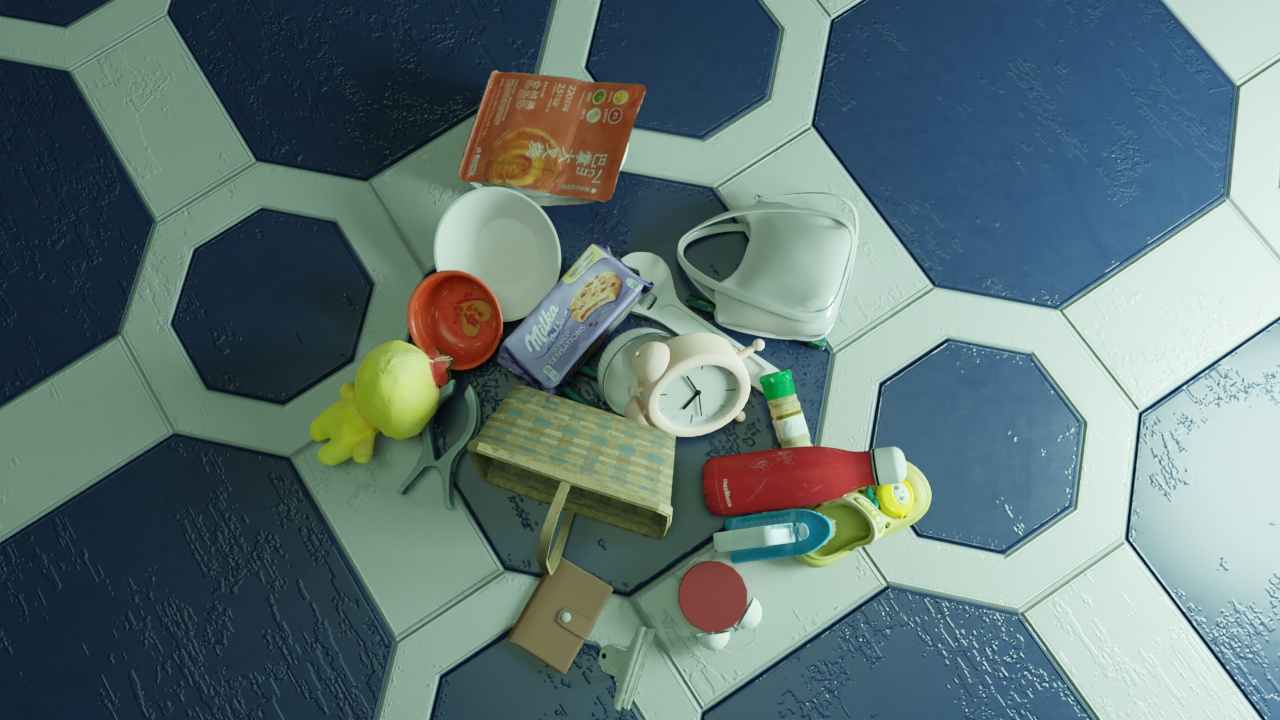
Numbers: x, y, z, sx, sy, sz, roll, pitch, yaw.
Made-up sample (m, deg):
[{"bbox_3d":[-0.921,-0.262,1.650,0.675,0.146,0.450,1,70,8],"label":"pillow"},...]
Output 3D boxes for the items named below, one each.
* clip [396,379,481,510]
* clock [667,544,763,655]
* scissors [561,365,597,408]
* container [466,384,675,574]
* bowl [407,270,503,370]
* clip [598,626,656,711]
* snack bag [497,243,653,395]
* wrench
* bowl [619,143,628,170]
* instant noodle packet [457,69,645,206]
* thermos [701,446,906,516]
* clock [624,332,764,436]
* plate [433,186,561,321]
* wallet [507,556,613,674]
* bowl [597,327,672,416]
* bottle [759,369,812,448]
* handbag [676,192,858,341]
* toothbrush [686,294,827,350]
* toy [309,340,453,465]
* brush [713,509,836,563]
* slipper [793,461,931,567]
[{"bbox_3d":[-0.238,0.110,1.178,0.106,0.028,0.163,19,81,8],"label":"clip"},{"bbox_3d":[0.093,0.296,1.119,0.087,0.044,0.124,-32,79,-4],"label":"clock"},{"bbox_3d":[-0.105,0.018,1.195,0.131,0.019,0.149,-13,80,-1],"label":"scissors"},{"bbox_3d":[-0.084,0.160,1.100,0.250,0.158,0.186,17,68,6],"label":"container"},{"bbox_3d":[-0.233,-0.055,1.188,0.130,0.045,0.130,3,104,12],"label":"bowl"},{"bbox_3d":[-0.018,0.371,1.121,0.057,0.054,0.102,25,78,-28],"label":"clip"},{"bbox_3d":[-0.084,-0.047,1.170,0.096,0.058,0.205,41,86,15],"label":"snack bag"},{"bbox_3d":[0.079,-0.048,1.202,0.273,0.018,0.086,34,81,7],"label":"wrench"},{"bbox_3d":[-0.060,-0.280,1.218,0.114,0.063,0.113,-13,68,35],"label":"bowl"},{"bbox_3d":[-0.108,-0.285,1.176,0.221,0.084,0.164,10,77,32],"label":"instant noodle packet"},{"bbox_3d":[0.196,0.139,1.102,0.240,0.073,0.073,-9,78,16],"label":"thermos"},{"bbox_3d":[0.060,0.024,1.123,0.160,0.131,0.086,-8,41,-20],"label":"clock"},{"bbox_3d":[-0.182,-0.139,1.201,0.174,0.036,0.174,3,104,13],"label":"plate"},{"bbox_3d":[-0.099,0.314,1.139,0.087,0.013,0.121,29,81,10],"label":"wallet"},{"bbox_3d":[-0.007,0.007,1.160,0.118,0.118,0.062,-40,39,-5],"label":"bowl"},{"bbox_3d":[0.185,0.068,1.154,0.043,0.043,0.111,-17,88,-1],"label":"bottle"},{"bbox_3d":[0.159,-0.132,1.190,0.223,0.096,0.215,15,67,15],"label":"handbag"},{"bbox_3d":[0.152,-0.051,1.189,0.190,0.017,0.016,19,75,0],"label":"toothbrush"},{"bbox_3d":[-0.333,0.052,1.159,0.208,0.092,0.133,-40,61,15],"label":"toy"},{"bbox_3d":[0.162,0.207,1.092,0.136,0.075,0.055,-15,76,31],"label":"brush"},{"bbox_3d":[0.265,0.184,1.117,0.190,0.081,0.091,-29,77,-1],"label":"slipper"}]
